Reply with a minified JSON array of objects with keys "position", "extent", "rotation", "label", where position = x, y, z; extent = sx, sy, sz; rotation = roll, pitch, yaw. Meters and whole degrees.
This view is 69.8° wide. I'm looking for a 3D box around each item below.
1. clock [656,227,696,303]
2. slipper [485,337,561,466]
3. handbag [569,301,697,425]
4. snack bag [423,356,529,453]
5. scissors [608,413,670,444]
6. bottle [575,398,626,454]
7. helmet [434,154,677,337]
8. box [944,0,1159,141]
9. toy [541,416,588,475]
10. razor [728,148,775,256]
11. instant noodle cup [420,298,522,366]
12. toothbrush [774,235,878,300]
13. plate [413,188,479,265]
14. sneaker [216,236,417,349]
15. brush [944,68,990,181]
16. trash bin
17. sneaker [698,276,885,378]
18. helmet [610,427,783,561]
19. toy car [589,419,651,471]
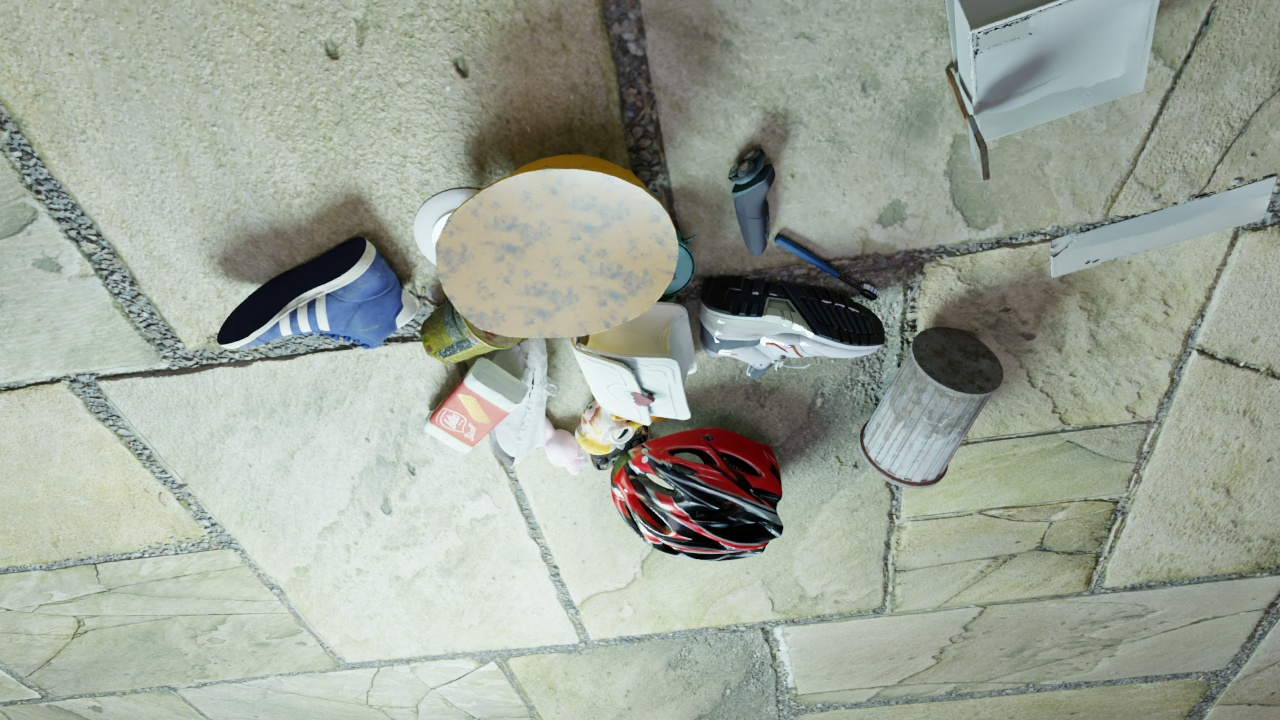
[{"position":[0.013,-0.108,1.096],"extent":[0.090,0.053,0.124],"rotation":[19,129,-19],"label":"clock"},{"position":[-0.157,0.040,1.236],"extent":[0.112,0.074,0.247],"rotation":[27,134,21],"label":"slipper"},{"position":[-0.007,0.007,1.156],"extent":[0.142,0.096,0.199],"rotation":[2,157,10],"label":"handbag"},{"position":[-0.226,0.065,1.231],"extent":[0.077,0.041,0.226],"rotation":[34,144,-13],"label":"snack bag"},{"position":[0.003,0.087,1.296],"extent":[0.130,0.013,0.070],"rotation":[1,111,-46],"label":"scissors"},{"position":[-0.050,0.079,1.295],"extent":[0.063,0.063,0.109],"rotation":[14,120,-17],"label":"bottle"},{"position":[-0.086,-0.141,1.003],"extent":[0.256,0.131,0.205],"rotation":[-13,127,12],"label":"helmet"},{"position":[0.384,-0.413,0.971],"extent":[0.169,0.402,0.172],"rotation":[-16,136,14],"label":"box"},{"position":[-0.124,0.122,1.350],"extent":[0.110,0.047,0.064],"rotation":[39,135,-15],"label":"toy"},{"position":[0.131,-0.175,1.046],"extent":[0.052,0.047,0.143],"rotation":[11,144,22],"label":"razor"},{"position":[-0.213,-0.044,1.136],"extent":[0.108,0.102,0.102],"rotation":[-24,134,38],"label":"instant noodle cup"},{"position":[0.231,-0.114,1.131],"extent":[0.167,0.014,0.014],"rotation":[27,164,-24],"label":"toothbrush"},{"position":[-0.200,-0.144,1.083],"extent":[0.134,0.011,0.135],"rotation":[-1,137,-1],"label":"plate"},{"position":[-0.385,-0.052,1.125],"extent":[0.233,0.091,0.118],"rotation":[-28,134,14],"label":"sneaker"},{"position":[0.320,-0.242,0.904],"extent":[0.008,0.142,0.045],"rotation":[-15,144,15],"label":"brush"},{"position":[0.391,0.072,1.258],"extent":[0.130,0.130,0.212],"rotation":[5,135,-9],"label":"trash bin"},{"position":[0.181,-0.030,1.179],"extent":[0.239,0.088,0.124],"rotation":[14,140,-5],"label":"sneaker"},{"position":[0.086,0.202,1.351],"extent":[0.271,0.166,0.218],"rotation":[15,132,-22],"label":"helmet"},{"position":[-0.022,0.125,1.355],"extent":[0.112,0.047,0.047],"rotation":[-33,145,24],"label":"toy car"}]
